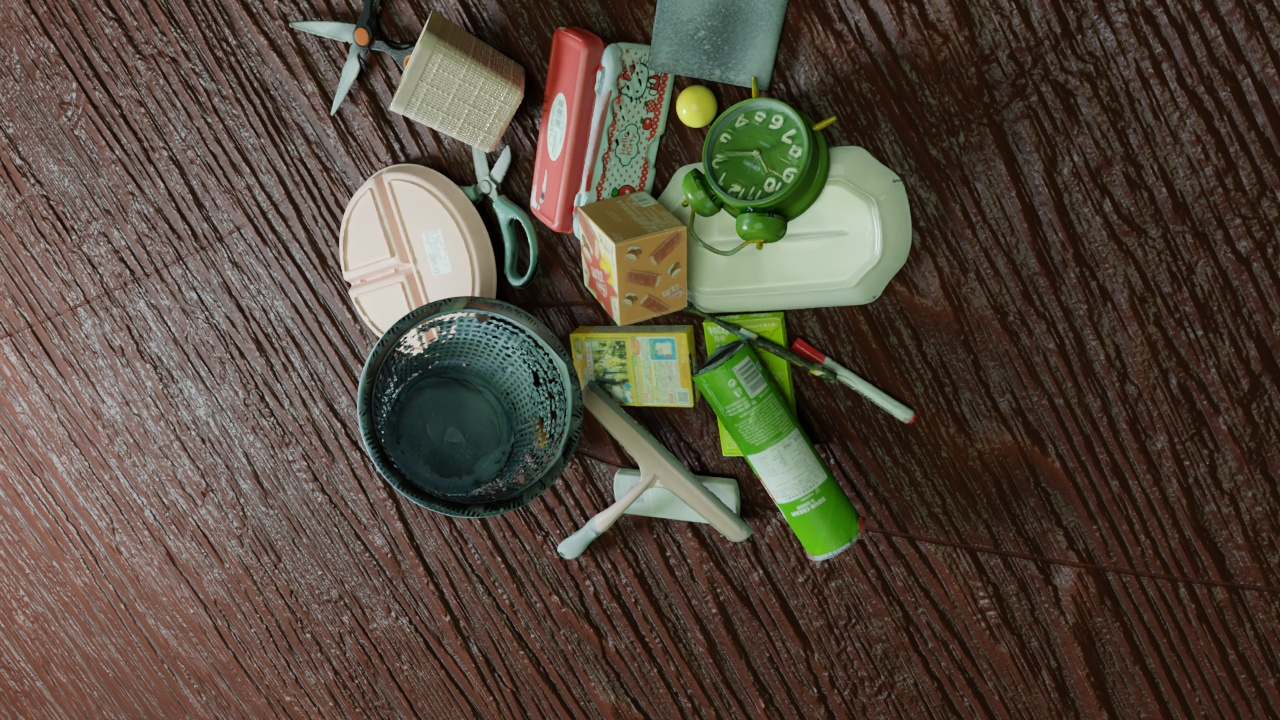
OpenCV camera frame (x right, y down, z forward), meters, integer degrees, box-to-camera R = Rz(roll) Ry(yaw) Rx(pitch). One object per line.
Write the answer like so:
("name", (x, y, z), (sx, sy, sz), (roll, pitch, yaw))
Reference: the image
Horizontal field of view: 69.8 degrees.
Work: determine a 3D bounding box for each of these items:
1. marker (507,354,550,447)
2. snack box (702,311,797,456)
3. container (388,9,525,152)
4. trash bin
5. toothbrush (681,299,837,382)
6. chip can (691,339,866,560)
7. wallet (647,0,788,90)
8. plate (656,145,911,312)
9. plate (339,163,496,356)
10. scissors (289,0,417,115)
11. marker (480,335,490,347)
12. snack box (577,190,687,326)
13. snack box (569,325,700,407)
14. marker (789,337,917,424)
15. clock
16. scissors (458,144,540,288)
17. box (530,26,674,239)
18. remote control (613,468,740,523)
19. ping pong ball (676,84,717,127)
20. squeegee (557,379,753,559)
("marker", (-0.138, 0.048, 1.096), (0.015, 0.018, 0.124), (-18, 101, 21))
("snack box", (0.120, 0.027, 0.982), (0.086, 0.026, 0.156), (-4, 109, 22))
("container", (-0.182, -0.278, 0.931), (0.111, 0.090, 0.090), (25, 120, -21))
("trash bin", (-0.197, 0.063, 1.006), (0.226, 0.226, 0.195), (51, 157, -3))
("toothbrush", (0.115, -0.023, 0.939), (0.186, 0.017, 0.012), (27, 80, 9))
("chip can", (0.142, 0.091, 0.942), (0.072, 0.072, 0.236), (-30, 99, 28))
("wallet", (0.072, -0.312, 0.858), (0.121, 0.019, 0.097), (9, 113, -2))
("plate", (0.131, -0.123, 0.915), (0.266, 0.034, 0.162), (-1, 110, 22))
("plate", (-0.264, -0.110, 1.060), (0.230, 0.028, 0.230), (9, 110, 28))
("scissors", (-0.280, -0.358, 0.994), (0.221, 0.021, 0.234), (31, 117, 9))
("marker", (-0.234, -0.034, 1.103), (0.124, 0.015, 0.018), (17, 114, 16))
("snack box", (-0.008, -0.103, 0.920), (0.092, 0.077, 0.094), (-130, 29, -48))
("snack box", (-0.006, 0.006, 1.021), (0.141, 0.033, 0.087), (-1, 110, 20))
("marker", (0.220, 0.021, 0.947), (0.145, 0.017, 0.017), (33, 118, 7))
("clock", (0.105, -0.173, 0.858), (0.116, 0.056, 0.161), (33, 98, 23))
("scissors", (-0.182, -0.157, 1.023), (0.181, 0.019, 0.170), (-8, 103, 35))
("box", (-0.040, -0.228, 0.941), (0.102, 0.100, 0.202), (43, 129, 46))
("remote control", (0.042, 0.157, 1.065), (0.150, 0.021, 0.058), (4, 119, 21))
("ping pong ball", (0.055, -0.247, 0.894), (0.040, 0.040, 0.040), (7, 112, 19))
("squeegee", (-0.038, 0.182, 1.076), (0.247, 0.040, 0.250), (42, 129, -2))
